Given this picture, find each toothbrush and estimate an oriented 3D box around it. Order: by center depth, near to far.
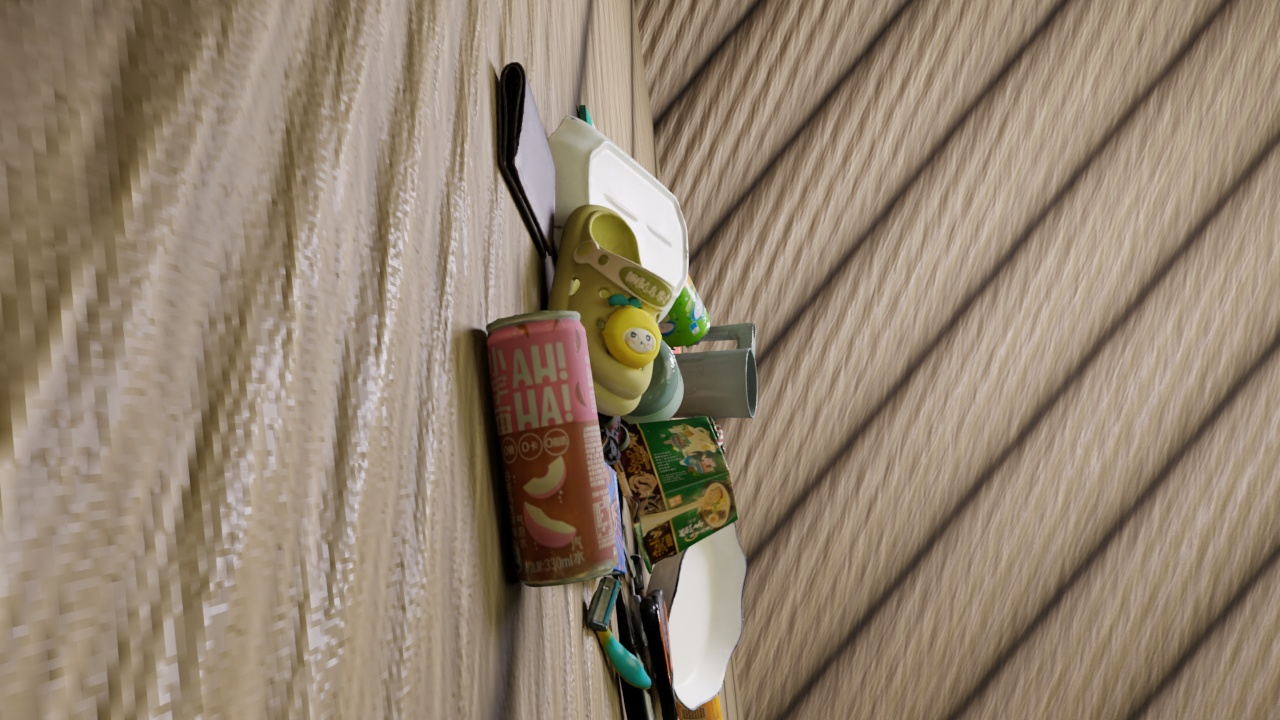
[{"bbox_3d":[-0.007,0.262,0.779,0.027,0.026,0.212,6,71,-62],"label":"toothbrush"}]

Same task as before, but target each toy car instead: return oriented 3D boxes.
[{"bbox_3d":[-0.037,0.016,0.780,0.071,0.041,0.155,69,16,-64],"label":"toy car"}]

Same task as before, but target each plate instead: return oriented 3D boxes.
[{"bbox_3d":[-0.011,-0.130,0.885,0.265,0.034,0.162,26,61,-61],"label":"plate"},{"bbox_3d":[0.060,0.269,0.998,0.204,0.046,0.205,-10,102,-62],"label":"plate"}]

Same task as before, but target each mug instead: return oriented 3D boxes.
[{"bbox_3d":[-0.006,0.005,0.932,0.106,0.082,0.111,58,12,-74],"label":"mug"},{"bbox_3d":[0.086,0.012,1.111,0.084,0.103,0.123,61,30,-56],"label":"mug"}]

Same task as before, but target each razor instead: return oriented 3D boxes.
[{"bbox_3d":[-0.016,0.225,0.725,0.043,0.028,0.133,-74,154,-43],"label":"razor"}]

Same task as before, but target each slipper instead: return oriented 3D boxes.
[{"bbox_3d":[-0.020,-0.053,0.717,0.091,0.082,0.190,23,52,-35],"label":"slipper"}]

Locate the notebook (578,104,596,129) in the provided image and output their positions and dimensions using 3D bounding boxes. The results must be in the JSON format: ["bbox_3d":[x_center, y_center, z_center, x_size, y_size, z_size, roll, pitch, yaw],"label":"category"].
[{"bbox_3d":[-0.048,-0.195,1.156,0.150,0.012,0.209,47,35,-79],"label":"notebook"}]

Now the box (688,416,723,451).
[{"bbox_3d":[0.045,0.138,1.057,0.079,0.074,0.163,95,19,-73],"label":"box"}]

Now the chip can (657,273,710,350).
[{"bbox_3d":[0.010,-0.116,1.046,0.072,0.072,0.236,-92,159,-48],"label":"chip can"}]

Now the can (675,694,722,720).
[{"bbox_3d":[0.061,0.379,1.102,0.058,0.058,0.146,-64,145,-80],"label":"can"}]

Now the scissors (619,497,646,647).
[{"bbox_3d":[-0.009,0.201,0.869,0.172,0.014,0.159,-18,101,-86],"label":"scissors"}]

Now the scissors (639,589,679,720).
[{"bbox_3d":[0.021,0.299,0.804,0.220,0.022,0.224,-96,177,-49],"label":"scissors"}]

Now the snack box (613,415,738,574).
[{"bbox_3d":[0.035,0.123,0.906,0.118,0.105,0.118,-108,-177,-46],"label":"snack box"}]

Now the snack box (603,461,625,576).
[{"bbox_3d":[-0.038,0.115,0.691,0.157,0.026,0.084,63,19,-72],"label":"snack box"}]

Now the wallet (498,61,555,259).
[{"bbox_3d":[-0.083,-0.149,0.700,0.122,0.020,0.096,72,15,-62],"label":"wallet"}]

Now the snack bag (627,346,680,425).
[{"bbox_3d":[0.005,0.027,1.108,0.207,0.073,0.129,-74,157,-65],"label":"snack bag"}]

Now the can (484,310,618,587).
[{"bbox_3d":[-0.050,0.049,0.515,0.058,0.058,0.147,31,50,-82],"label":"can"}]
